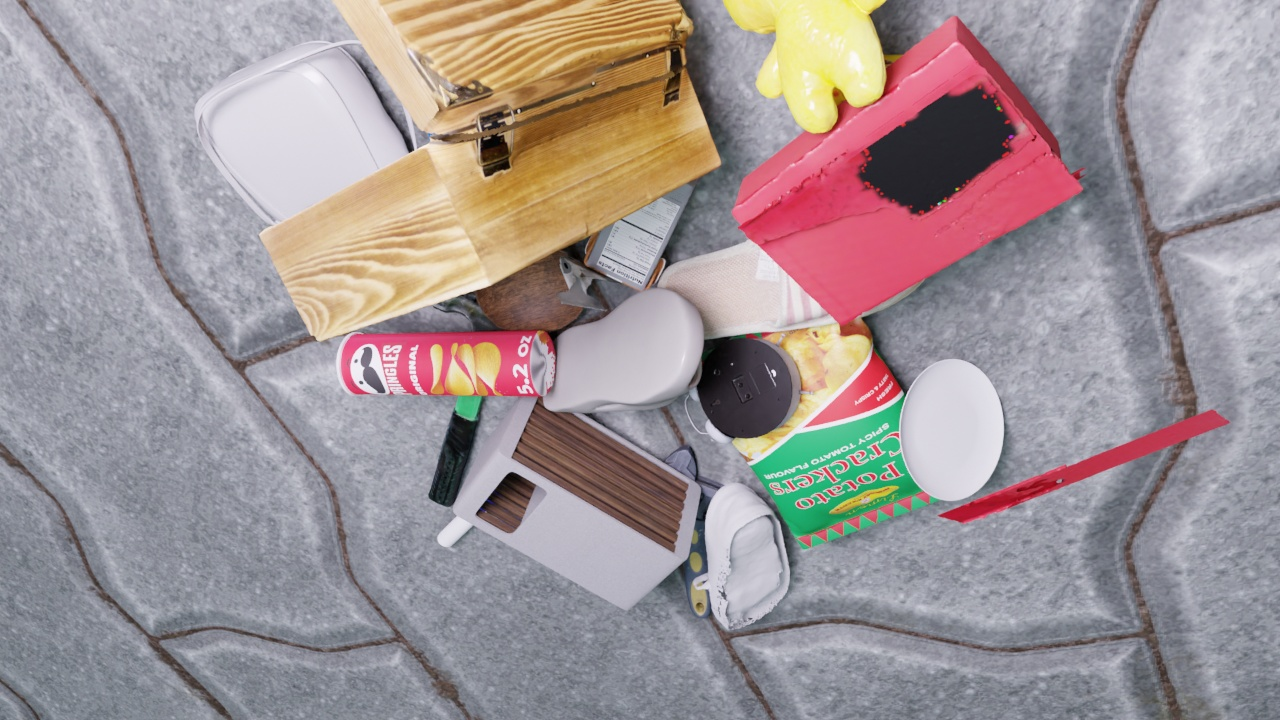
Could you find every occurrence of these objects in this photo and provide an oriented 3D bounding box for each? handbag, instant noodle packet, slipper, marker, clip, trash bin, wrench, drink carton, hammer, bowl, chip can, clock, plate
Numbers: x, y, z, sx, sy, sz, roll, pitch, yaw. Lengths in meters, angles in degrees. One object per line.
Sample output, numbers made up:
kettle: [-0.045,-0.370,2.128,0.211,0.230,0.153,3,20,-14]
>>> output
handbag: [-0.297,-0.182,0.882,0.216,0.095,0.223,-11,126,25]
instant noodle packet: [0.182,0.066,0.917,0.196,0.090,0.253,-28,107,28]
slipper: [-0.005,0.005,0.903,0.080,0.112,0.267,18,159,-31]
marker: [-0.217,0.199,1.167,0.023,0.027,0.133,40,125,-9]
clip: [-0.054,-0.075,0.884,0.052,0.102,0.058,4,90,22]
trash bin: [-0.066,0.151,1.004,0.229,0.114,0.115,32,127,-11]
wrench: [0.065,0.212,1.099,0.073,0.022,0.274,3,125,14]
drink carton: [0.002,-0.133,0.854,0.076,0.048,0.125,25,127,-2]
hammer: [-0.200,0.059,1.062,0.130,0.032,0.320,23,128,-1]
slipper: [0.128,-0.080,0.835,0.264,0.052,0.115,-14,91,28]
bowl: [-0.111,-0.077,0.935,0.114,0.026,0.102,-10,121,8]
chip can: [-0.202,0.003,0.957,0.221,0.069,0.069,0,124,17]
slipper: [0.114,0.233,1.060,0.112,0.074,0.247,-12,134,-3]
clock: [0.096,0.030,0.875,0.123,0.035,0.094,-30,79,29]
plate: [0.296,0.066,0.878,0.134,0.134,0.011,48,160,-19]

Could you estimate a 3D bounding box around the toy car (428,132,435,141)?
toy car: [-0.171,-0.208,0.854,0.056,0.043,0.120,8,124,14]

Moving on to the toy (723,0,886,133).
toy: [0.123,-0.266,0.659,0.092,0.207,0.134,12,155,-40]

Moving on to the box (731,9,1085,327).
box: [0.206,-0.154,0.720,0.165,0.152,0.214,39,132,-21]

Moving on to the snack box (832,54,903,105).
snack box: [0.202,-0.201,0.727,0.106,0.083,0.061,5,125,14]

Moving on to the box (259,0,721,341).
box: [-0.130,-0.232,0.663,0.287,0.278,0.334,-8,108,42]

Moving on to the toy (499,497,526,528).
toy: [-0.105,0.196,1.105,0.176,0.070,0.113,32,134,6]
